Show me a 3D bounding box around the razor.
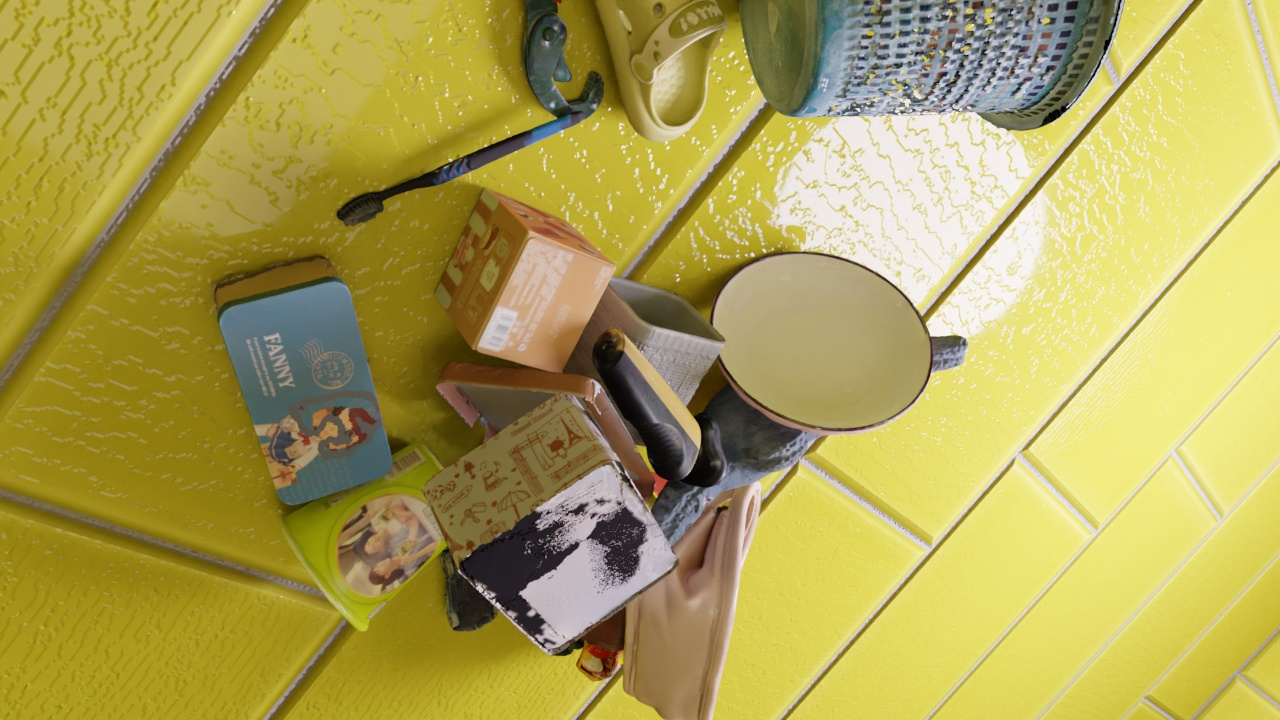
[{"bbox_3d":[0.014,0.037,0.712,0.067,0.062,0.167,-56,132,-23],"label":"razor"}]

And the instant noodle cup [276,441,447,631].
[{"bbox_3d":[-0.199,0.130,0.722,0.123,0.112,0.112,-36,131,-16],"label":"instant noodle cup"}]

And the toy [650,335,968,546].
[{"bbox_3d":[0.131,0.053,0.839,0.355,0.138,0.091,-31,120,-18],"label":"toy"}]

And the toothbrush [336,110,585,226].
[{"bbox_3d":[-0.123,-0.136,0.646,0.189,0.016,0.014,-25,135,-10],"label":"toothbrush"}]

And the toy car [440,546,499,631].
[{"bbox_3d":[-0.156,0.202,0.835,0.048,0.031,0.106,-12,122,-24],"label":"toy car"}]

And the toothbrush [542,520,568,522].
[{"bbox_3d":[-0.084,0.138,0.800,0.189,0.014,0.017,13,97,-7],"label":"toothbrush"}]

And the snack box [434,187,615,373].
[{"bbox_3d":[-0.086,-0.058,0.672,0.077,0.094,0.093,17,108,-37],"label":"snack box"}]

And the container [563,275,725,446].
[{"bbox_3d":[-0.005,0.004,0.766,0.090,0.090,0.114,12,115,-35],"label":"container"}]

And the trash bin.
[{"bbox_3d":[0.181,-0.262,0.644,0.195,0.226,0.227,-11,125,-9],"label":"trash bin"}]

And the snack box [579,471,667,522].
[{"bbox_3d":[-0.003,0.148,0.867,0.080,0.082,0.091,9,115,-49],"label":"snack box"}]

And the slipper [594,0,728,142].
[{"bbox_3d":[0.025,-0.236,0.630,0.091,0.082,0.191,-39,138,-27],"label":"slipper"}]

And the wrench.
[{"bbox_3d":[-0.061,-0.279,0.585,0.056,0.016,0.274,-22,133,-19],"label":"wrench"}]

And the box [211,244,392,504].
[{"bbox_3d":[-0.237,0.010,0.648,0.089,0.061,0.184,-20,128,-20],"label":"box"}]

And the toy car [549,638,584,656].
[{"bbox_3d":[-0.069,0.254,0.918,0.043,0.034,0.090,19,101,-36],"label":"toy car"}]

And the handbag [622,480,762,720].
[{"bbox_3d":[0.068,0.208,0.885,0.233,0.093,0.194,-53,155,-49],"label":"handbag"}]

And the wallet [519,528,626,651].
[{"bbox_3d":[-0.061,0.209,0.845,0.032,0.125,0.101,-46,146,-50],"label":"wallet"}]

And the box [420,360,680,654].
[{"bbox_3d":[-0.077,0.086,0.704,0.152,0.178,0.182,-35,140,-8],"label":"box"}]

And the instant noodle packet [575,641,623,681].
[{"bbox_3d":[-0.004,0.263,0.938,0.128,0.044,0.111,-16,133,-51],"label":"instant noodle packet"}]

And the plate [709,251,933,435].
[{"bbox_3d":[0.152,-0.012,0.792,0.192,0.192,0.039,-20,149,-19],"label":"plate"}]
